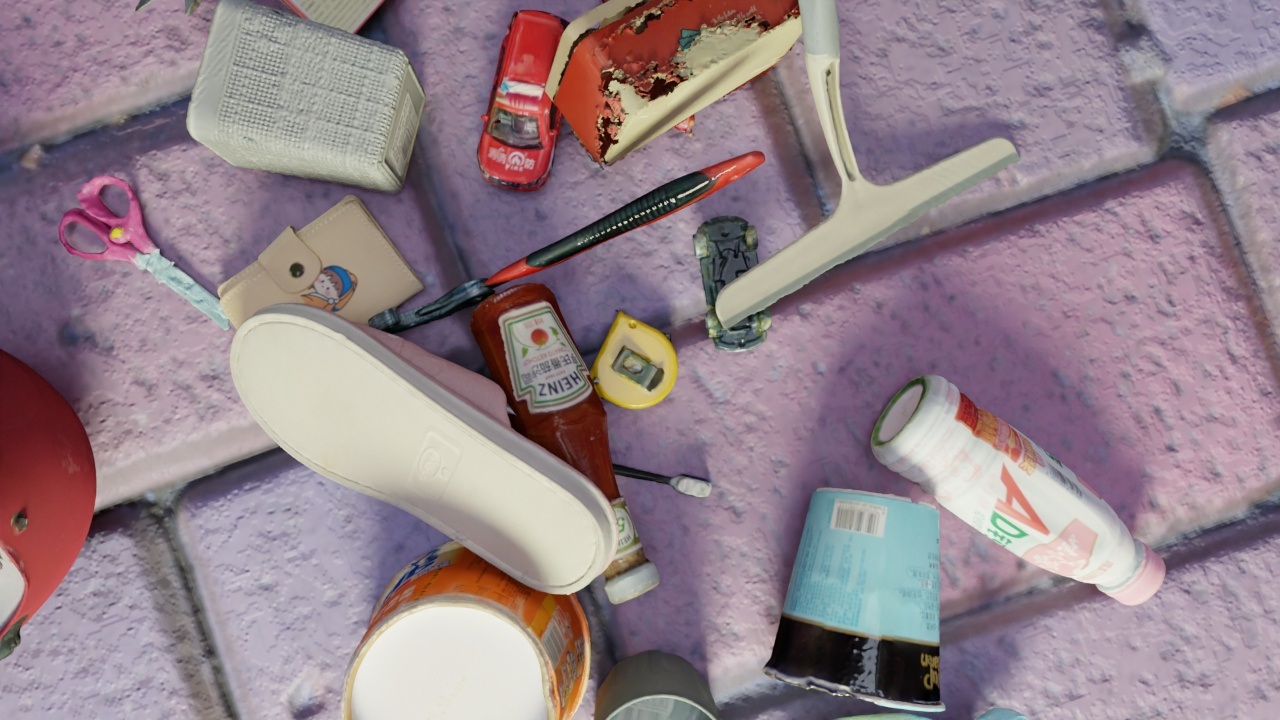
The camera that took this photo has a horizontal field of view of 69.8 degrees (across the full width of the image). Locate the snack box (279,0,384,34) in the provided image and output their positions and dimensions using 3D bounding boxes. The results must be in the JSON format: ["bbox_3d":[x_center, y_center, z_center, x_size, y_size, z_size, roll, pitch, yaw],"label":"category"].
[{"bbox_3d":[-0.178,-0.287,0.599,0.155,0.027,0.077,-49,127,-3],"label":"snack box"}]

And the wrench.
[{"bbox_3d":[-0.050,-0.069,0.564,0.274,0.056,0.016,-22,89,18],"label":"wrench"}]

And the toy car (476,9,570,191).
[{"bbox_3d":[-0.076,-0.173,0.608,0.053,0.045,0.120,11,89,1],"label":"toy car"}]

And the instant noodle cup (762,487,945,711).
[{"bbox_3d":[0.140,0.144,0.573,0.111,0.111,0.120,11,78,-1],"label":"instant noodle cup"}]

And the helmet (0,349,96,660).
[{"bbox_3d":[-0.428,0.089,0.542,0.207,0.143,0.240,32,101,1],"label":"helmet"}]

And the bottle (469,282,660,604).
[{"bbox_3d":[-0.044,0.051,0.578,0.060,0.060,0.206,-24,81,-2],"label":"bottle"}]

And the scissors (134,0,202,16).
[{"bbox_3d":[-0.250,-0.289,0.576,0.170,0.019,0.173,-24,56,13],"label":"scissors"}]

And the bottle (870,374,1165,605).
[{"bbox_3d":[0.246,0.088,0.593,0.197,0.068,0.068,35,87,-4],"label":"bottle"}]

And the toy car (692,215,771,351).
[{"bbox_3d":[0.060,-0.051,0.609,0.043,0.034,0.090,-10,87,1],"label":"toy car"}]

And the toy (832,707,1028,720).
[{"bbox_3d":[0.157,0.250,0.572,0.156,0.049,0.162,28,124,-27],"label":"toy"}]

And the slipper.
[{"bbox_3d":[-0.132,0.047,0.563,0.274,0.054,0.114,28,119,11],"label":"slipper"}]

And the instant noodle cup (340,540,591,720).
[{"bbox_3d":[-0.106,0.191,0.555,0.151,0.111,0.151,0,87,-2],"label":"instant noodle cup"}]

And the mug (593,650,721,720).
[{"bbox_3d":[0.010,0.250,0.559,0.083,0.103,0.124,-2,88,-2],"label":"mug"}]

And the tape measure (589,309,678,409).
[{"bbox_3d":[-0.004,0.004,0.608,0.057,0.029,0.060,26,87,0],"label":"tape measure"}]

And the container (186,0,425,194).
[{"bbox_3d":[-0.205,-0.162,0.583,0.114,0.090,0.090,13,87,-3],"label":"container"}]

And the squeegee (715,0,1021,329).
[{"bbox_3d":[0.114,-0.179,0.552,0.246,0.039,0.247,-30,126,-12],"label":"squeegee"}]

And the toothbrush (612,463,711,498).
[{"bbox_3d":[-0.041,0.068,0.611,0.181,0.018,0.015,12,90,1],"label":"toothbrush"}]

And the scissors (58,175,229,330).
[{"bbox_3d":[-0.328,-0.063,0.613,0.135,0.017,0.063,43,87,-3],"label":"scissors"}]

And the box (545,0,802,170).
[{"bbox_3d":[0.034,-0.190,0.569,0.168,0.091,0.079,-35,89,-20],"label":"box"}]

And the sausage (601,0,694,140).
[{"bbox_3d":[-0.001,-0.219,0.624,0.020,0.020,0.156,-29,88,-3],"label":"sausage"}]

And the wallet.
[{"bbox_3d":[-0.215,-0.049,0.609,0.115,0.024,0.087,-37,87,-1],"label":"wallet"}]
